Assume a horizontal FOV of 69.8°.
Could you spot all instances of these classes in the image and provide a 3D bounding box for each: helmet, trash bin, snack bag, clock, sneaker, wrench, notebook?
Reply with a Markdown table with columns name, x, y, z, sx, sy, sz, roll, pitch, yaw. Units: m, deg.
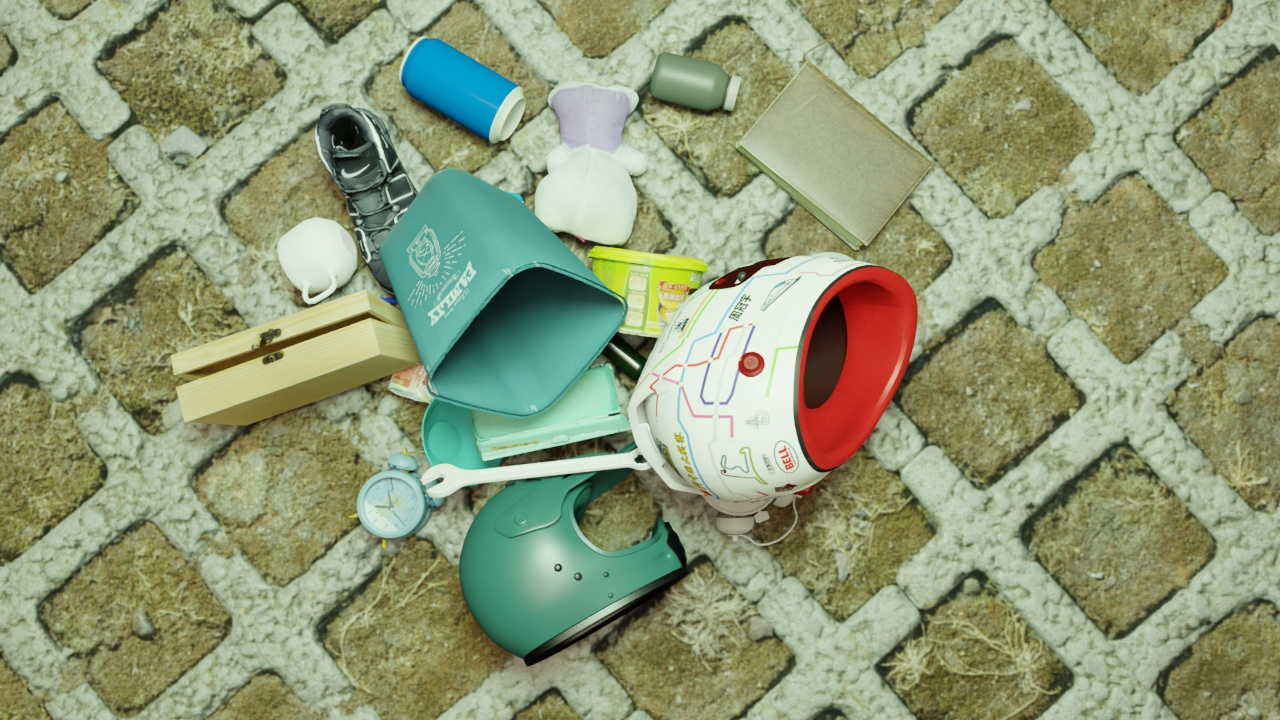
| name | x | y | z | sx | sy | sz | roll | pitch | yaw |
| --- | --- | --- | --- | --- | --- | --- | --- | --- | --- |
| helmet | 0.132 | 0.012 | 1.007 | 0.313 | 0.236 | 0.231 | -47 | 125 | -31 |
| trash bin | -0.171 | -0.084 | 1.047 | 0.197 | 0.199 | 0.218 | -48 | 55 | 16 |
| snack bag | -0.261 | -0.004 | 1.154 | 0.077 | 0.036 | 0.116 | 19 | 87 | 2 |
| clock | 0.131 | 0.153 | 1.129 | 0.120 | 0.061 | 0.159 | -34 | 86 | -2 |
| sneaker | -0.324 | -0.204 | 1.110 | 0.097 | 0.151 | 0.252 | -21 | 87 | -2 |
| clock | -0.295 | 0.167 | 1.135 | 0.089 | 0.052 | 0.124 | 43 | 84 | 3 |
| wrench | -0.117 | 0.124 | 1.038 | 0.273 | 0.047 | 0.009 | -7 | 127 | 8 |
| notebook | 0.258 | -0.279 | 1.171 | 0.215 | 0.034 | 0.190 | 40 | 87 | 2 |
| helmet | -0.081 | 0.210 | 1.071 | 0.274 | 0.177 | 0.200 | -28 | 73 | -10 |

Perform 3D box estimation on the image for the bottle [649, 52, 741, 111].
| name | x | y | z | sx | sy | sz | roll | pitch | yaw |
| --- | --- | --- | --- | --- | --- | --- | --- | --- | --- |
| bottle | 0.070 | -0.350 | 1.164 | 0.108 | 0.060 | 0.060 | 14 | 86 | 1 |

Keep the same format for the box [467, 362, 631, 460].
| name | x | y | z | sx | sy | sz | roll | pitch | yaw |
| --- | --- | --- | --- | --- | --- | --- | --- | --- | --- |
| box | -0.111 | 0.060 | 1.107 | 0.187 | 0.112 | 0.078 | -11 | 107 | -12 |

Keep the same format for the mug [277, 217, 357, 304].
| name | x | y | z | sx | sy | sz | roll | pitch | yaw |
| --- | --- | --- | --- | --- | --- | --- | --- | --- | --- |
| mug | -0.391 | -0.119 | 1.126 | 0.076 | 0.090 | 0.123 | -23 | 50 | 6 |

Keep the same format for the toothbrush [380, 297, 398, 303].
| name | x | y | z | sx | sy | sz | roll | pitch | yaw |
| --- | --- | --- | --- | --- | --- | --- | --- | --- | --- |
| toothbrush | -0.242 | -0.070 | 1.174 | 0.187 | 0.011 | 0.016 | 5 | 86 | 3 |

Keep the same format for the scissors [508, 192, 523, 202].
| name | x | y | z | sx | sy | sz | roll | pitch | yaw |
| --- | --- | --- | --- | --- | --- | --- | --- | --- | --- |
| scissors | -0.191 | -0.154 | 1.175 | 0.127 | 0.014 | 0.127 | -36 | 87 | -1 |

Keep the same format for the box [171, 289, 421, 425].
| name | x | y | z | sx | sy | sz | roll | pitch | yaw |
| --- | --- | --- | --- | --- | --- | --- | --- | --- | --- |
| box | -0.404 | -0.001 | 1.091 | 0.249 | 0.128 | 0.092 | -18 | 85 | 7 |

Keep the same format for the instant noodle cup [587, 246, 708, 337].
| name | x | y | z | sx | sy | sz | roll | pitch | yaw |
| --- | --- | --- | --- | --- | --- | --- | --- | --- | --- |
| instant noodle cup | 0.006 | -0.082 | 1.110 | 0.146 | 0.146 | 0.098 | 7 | 97 | 1 |

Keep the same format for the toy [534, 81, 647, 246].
| name | x | y | z | sx | sy | sz | roll | pitch | yaw |
| --- | --- | --- | --- | --- | --- | --- | --- | --- | --- |
| toy | -0.060 | -0.249 | 1.148 | 0.137 | 0.085 | 0.209 | 3 | 81 | -1 |

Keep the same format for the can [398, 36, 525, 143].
| name | x | y | z | sx | sy | sz | roll | pitch | yaw |
| --- | --- | --- | --- | --- | --- | --- | --- | --- | --- |
| can | -0.222 | -0.340 | 1.155 | 0.146 | 0.079 | 0.079 | 31 | 87 | 2 |

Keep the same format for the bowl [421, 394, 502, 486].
| name | x | y | z | sx | sy | sz | roll | pitch | yaw |
| --- | --- | --- | --- | --- | --- | --- | --- | --- | --- |
| bowl | -0.229 | 0.096 | 1.130 | 0.046 | 0.120 | 0.121 | -16 | 85 | 42 |

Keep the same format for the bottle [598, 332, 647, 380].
| name | x | y | z | sx | sy | sz | roll | pitch | yaw |
| --- | --- | --- | --- | --- | --- | --- | --- | --- | --- |
| bottle | -0.007 | 0.007 | 1.154 | 0.123 | 0.033 | 0.033 | 41 | 87 | 2 |
